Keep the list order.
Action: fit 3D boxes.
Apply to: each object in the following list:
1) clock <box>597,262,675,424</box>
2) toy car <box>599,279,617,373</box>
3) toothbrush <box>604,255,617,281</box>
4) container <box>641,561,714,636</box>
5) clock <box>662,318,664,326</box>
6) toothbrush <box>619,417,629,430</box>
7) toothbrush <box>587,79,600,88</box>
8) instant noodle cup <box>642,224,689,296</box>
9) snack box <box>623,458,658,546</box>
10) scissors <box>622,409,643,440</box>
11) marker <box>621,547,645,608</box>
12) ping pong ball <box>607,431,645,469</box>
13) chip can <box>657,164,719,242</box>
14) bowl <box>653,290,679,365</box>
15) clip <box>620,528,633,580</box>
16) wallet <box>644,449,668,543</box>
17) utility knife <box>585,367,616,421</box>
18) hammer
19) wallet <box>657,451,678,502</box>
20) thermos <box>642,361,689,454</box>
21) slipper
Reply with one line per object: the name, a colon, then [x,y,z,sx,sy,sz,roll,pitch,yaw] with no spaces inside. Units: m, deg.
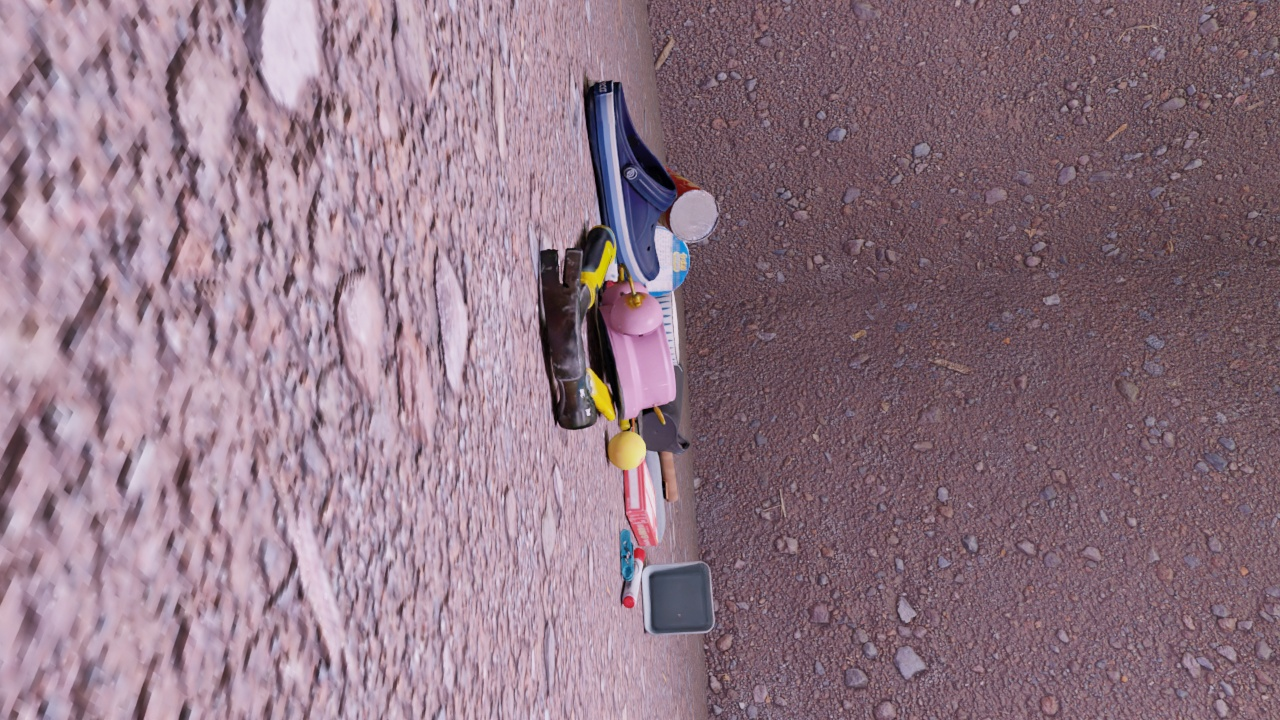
clock: [-0.007,-0.020,0.925,0.117,0.060,0.158,-120,-162,-71]
toy car: [-0.020,-0.030,1.013,0.053,0.045,0.120,-33,120,-83]
toothbrush: [-0.031,-0.051,1.070,0.018,0.016,0.191,-161,-114,-85]
container: [0.050,0.319,1.225,0.111,0.090,0.089,79,8,-74]
clock: [0.007,-0.024,1.257,0.122,0.055,0.082,77,8,-63]
toothbrush: [-0.021,-0.005,1.124,0.016,0.016,0.189,76,10,-64]
toothbrush: [-0.043,-0.264,1.134,0.016,0.016,0.180,-87,171,-45]
instant noodle cup: [0.013,-0.151,1.288,0.109,0.099,0.099,-103,-175,-70]
snack box: [0.001,0.177,1.147,0.153,0.025,0.075,76,9,-63]
scissors: [-0.009,0.005,1.146,0.139,0.022,0.235,-59,148,-78]
marker: [-0.007,0.243,1.031,0.145,0.017,0.017,-63,148,-81]
ping pong ball: [-0.014,0.094,0.955,0.040,0.040,0.040,-3,88,-85]
chip can: [0.032,-0.220,1.232,0.216,0.073,0.073,-129,-153,-58]
bowl: [0.022,-0.048,1.384,0.116,0.066,0.116,-3,89,-84]
clip: [-0.015,0.214,0.998,0.034,0.013,0.055,79,6,-46]
wallet: [0.021,0.188,1.304,0.106,0.037,0.129,10,75,-84]
utility knife: [-0.041,0.030,0.855,0.176,0.015,0.033,64,13,-76]
hammer: [-0.047,-0.066,0.796,0.322,0.032,0.126,-83,168,-68]
wallet: [0.028,0.146,1.390,0.115,0.020,0.101,-133,-146,-66]
thermos: [0.035,0.068,1.350,0.090,0.068,0.242,48,16,-12]
slipper: [-0.005,-0.214,1.102,0.105,0.095,0.253,-83,164,-56]
